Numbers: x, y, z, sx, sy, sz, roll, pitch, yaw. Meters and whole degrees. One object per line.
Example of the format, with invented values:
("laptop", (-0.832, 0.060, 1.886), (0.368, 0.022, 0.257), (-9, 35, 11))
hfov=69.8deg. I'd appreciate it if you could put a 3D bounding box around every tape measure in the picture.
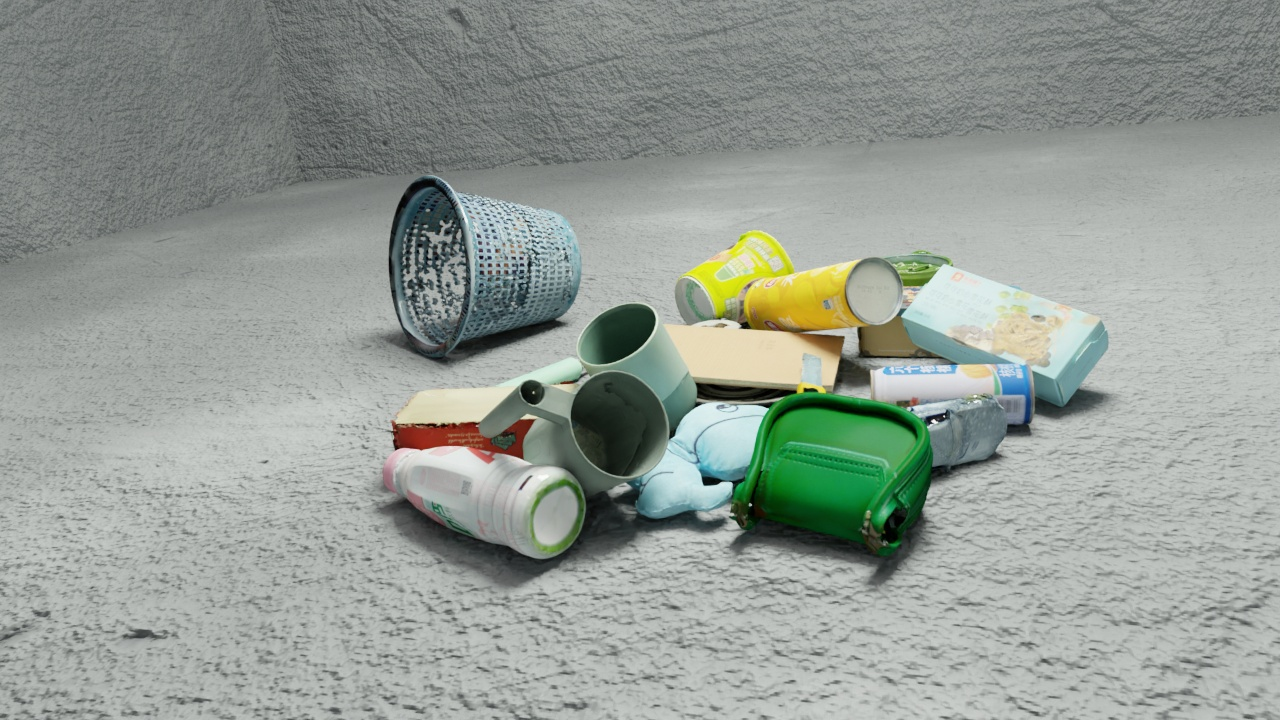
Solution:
("tape measure", (0.087, -0.024, 1.061), (0.066, 0.033, 0.066), (-15, 19, -24))

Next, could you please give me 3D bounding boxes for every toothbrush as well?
("toothbrush", (-0.097, 0.017, 1.011), (0.223, 0.026, 0.027), (-23, 3, -39))

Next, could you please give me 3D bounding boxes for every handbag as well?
("handbag", (0.141, 0.084, 0.666), (0.131, 0.068, 0.119), (8, 36, 29))

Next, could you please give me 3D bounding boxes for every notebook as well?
("notebook", (0.099, -0.005, 0.955), (0.212, 0.012, 0.149), (4, 22, 16))

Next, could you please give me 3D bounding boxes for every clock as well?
("clock", (0.338, -0.102, 1.169), (0.116, 0.056, 0.161), (-6, 19, -3))

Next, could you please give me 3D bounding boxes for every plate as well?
("plate", (0.101, 0.018, 0.947), (0.179, 0.024, 0.179), (-3, 21, 1))

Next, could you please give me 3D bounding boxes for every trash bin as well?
("trash bin", (-0.194, -0.123, 1.206), (0.194, 0.227, 0.227), (-5, 15, -39))

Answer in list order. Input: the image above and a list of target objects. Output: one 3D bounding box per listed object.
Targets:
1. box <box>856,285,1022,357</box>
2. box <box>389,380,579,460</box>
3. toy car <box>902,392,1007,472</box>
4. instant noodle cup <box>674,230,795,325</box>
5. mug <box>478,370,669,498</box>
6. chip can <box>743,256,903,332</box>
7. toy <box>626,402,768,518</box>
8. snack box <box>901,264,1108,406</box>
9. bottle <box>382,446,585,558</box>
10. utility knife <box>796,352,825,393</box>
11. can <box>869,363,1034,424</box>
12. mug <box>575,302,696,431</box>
("box", (0.332, -0.043, 0.999), (0.184, 0.061, 0.089), (-2, 20, 18))
("box", (-0.133, 0.057, 0.831), (0.168, 0.077, 0.091), (-3, 20, 8))
("toy car", (0.240, 0.061, 0.736), (0.120, 0.054, 0.037), (-10, 17, -14))
("instant noodle cup", (0.112, -0.090, 1.146), (0.123, 0.112, 0.112), (-26, 26, -28))
("mug", (-0.055, 0.056, 0.712), (0.124, 0.083, 0.104), (22, -28, -20))
("chip can", (0.194, -0.065, 1.002), (0.072, 0.072, 0.214), (-14, 4, -22))
("toy", (0.059, 0.076, 0.760), (0.156, 0.050, 0.161), (-15, 22, -9))
("snack box", (0.343, -0.027, 0.875), (0.074, 0.051, 0.175), (-50, 44, -9))
("bottle", (-0.133, 0.102, 0.721), (0.197, 0.068, 0.068), (7, 23, 41))
("utility knife", (0.148, 0.045, 0.812), (0.033, 0.015, 0.214), (2, 31, 11))
("can", (0.273, 0.031, 0.812), (0.135, 0.053, 0.053), (-2, 20, 13))
("mug", (-0.005, 0.005, 0.859), (0.082, 0.106, 0.111), (-33, 37, -2))
